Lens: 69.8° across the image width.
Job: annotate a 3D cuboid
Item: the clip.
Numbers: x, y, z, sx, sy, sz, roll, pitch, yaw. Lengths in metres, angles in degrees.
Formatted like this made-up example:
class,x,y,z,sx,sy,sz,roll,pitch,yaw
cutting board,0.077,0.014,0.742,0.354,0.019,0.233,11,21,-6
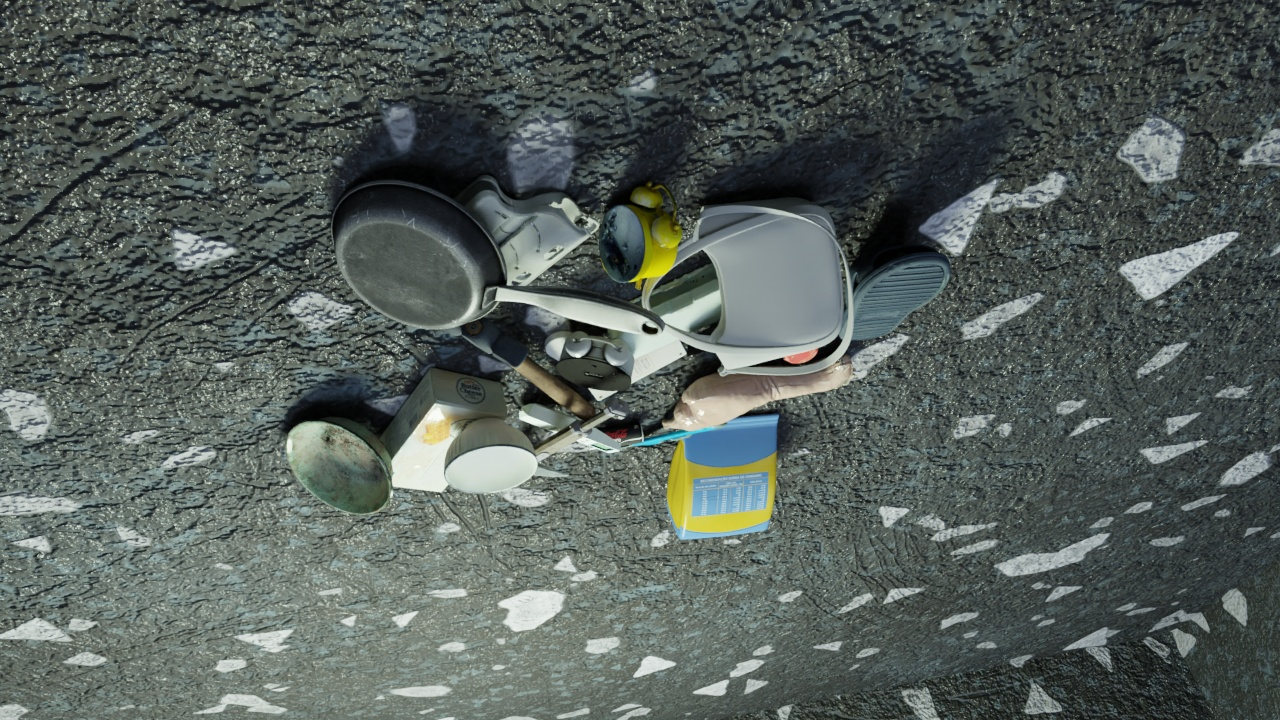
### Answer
class,x,y,z,sx,sy,sz,roll,pitch,yaw
clip,-0.126,-0.124,0.954,0.126,0.096,0.152,-35,150,23

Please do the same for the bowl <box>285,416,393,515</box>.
class,x,y,z,sx,sy,sz,roll,pitch,yaw
bowl,-0.386,0.131,1.203,0.157,0.038,0.158,11,126,15

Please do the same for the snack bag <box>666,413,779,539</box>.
class,x,y,z,sx,sy,sz,roll,pitch,yaw
snack bag,0.131,0.172,1.443,0.159,0.102,0.206,-4,124,-14

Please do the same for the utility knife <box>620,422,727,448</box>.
class,x,y,z,sx,sy,sz,roll,pitch,yaw
utility knife,0.044,0.114,1.366,0.179,0.015,0.031,-14,169,24

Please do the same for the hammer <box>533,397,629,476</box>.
class,x,y,z,sx,sy,sz,roll,pitch,yaw
hammer,-0.100,0.105,1.223,0.147,0.028,0.318,19,153,-26

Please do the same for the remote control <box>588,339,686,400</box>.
class,x,y,z,sx,sy,sz,roll,pitch,yaw
remote control,-0.007,0.007,1.211,0.136,0.011,0.050,-28,144,3

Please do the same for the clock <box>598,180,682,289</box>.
class,x,y,z,sx,sy,sz,roll,pitch,yaw
clock,0.003,-0.134,0.974,0.057,0.083,0.119,-7,146,-36

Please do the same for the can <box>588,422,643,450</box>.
class,x,y,z,sx,sy,sz,roll,pitch,yaw
can,-0.038,0.111,1.345,0.080,0.031,0.032,-8,145,-7

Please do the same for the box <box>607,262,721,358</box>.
class,x,y,z,sx,sy,sz,roll,pitch,yaw
box,0.057,-0.063,1.124,0.199,0.066,0.083,-25,124,14

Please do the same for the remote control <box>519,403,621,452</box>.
class,x,y,z,sx,sy,sz,roll,pitch,yaw
remote control,-0.097,0.091,1.262,0.143,0.024,0.050,23,164,-16

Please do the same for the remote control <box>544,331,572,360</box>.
class,x,y,z,sx,sy,sz,roll,pitch,yaw
remote control,-0.072,-0.002,1.193,0.043,0.013,0.136,-31,141,23

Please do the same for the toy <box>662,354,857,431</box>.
class,x,y,z,sx,sy,sz,roll,pitch,yaw
toy,0.170,0.044,1.311,0.264,0.065,0.196,-9,164,-19

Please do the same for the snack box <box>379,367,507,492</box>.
class,x,y,z,sx,sy,sz,roll,pitch,yaw
snack box,-0.273,0.098,1.228,0.104,0.057,0.208,13,137,-34

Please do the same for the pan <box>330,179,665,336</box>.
class,x,y,z,sx,sy,sz,roll,pitch,yaw
pan,-0.148,-0.075,0.941,0.357,0.055,0.188,19,138,-2

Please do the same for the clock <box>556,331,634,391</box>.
class,x,y,z,sx,sy,sz,roll,pitch,yaw
clock,-0.053,-0.001,1.124,0.094,0.035,0.123,12,156,1

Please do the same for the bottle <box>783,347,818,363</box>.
class,x,y,z,sx,sy,sz,roll,pitch,yaw
bottle,0.185,-0.050,1.130,0.044,0.109,0.044,-8,147,-5

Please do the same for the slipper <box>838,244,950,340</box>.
class,x,y,z,sx,sy,sz,roll,pitch,yaw
slipper,0.298,-0.097,1.139,0.101,0.082,0.264,-6,163,-4

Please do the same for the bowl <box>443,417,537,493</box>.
class,x,y,z,sx,sy,sz,roll,pitch,yaw
bowl,-0.194,0.115,1.172,0.118,0.062,0.118,-10,145,-7

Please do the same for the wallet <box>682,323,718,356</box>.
class,x,y,z,sx,sy,sz,roll,pitch,yaw
wallet,0.109,-0.037,1.151,0.089,0.026,0.114,-26,175,26

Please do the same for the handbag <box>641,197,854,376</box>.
class,x,y,z,sx,sy,sz,roll,pitch,yaw
handbag,0.114,-0.070,1.027,0.222,0.095,0.216,-11,106,-3

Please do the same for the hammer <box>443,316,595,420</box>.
class,x,y,z,sx,sy,sz,roll,pitch,yaw
hammer,-0.127,0.019,1.147,0.040,0.129,0.322,-56,151,-7
